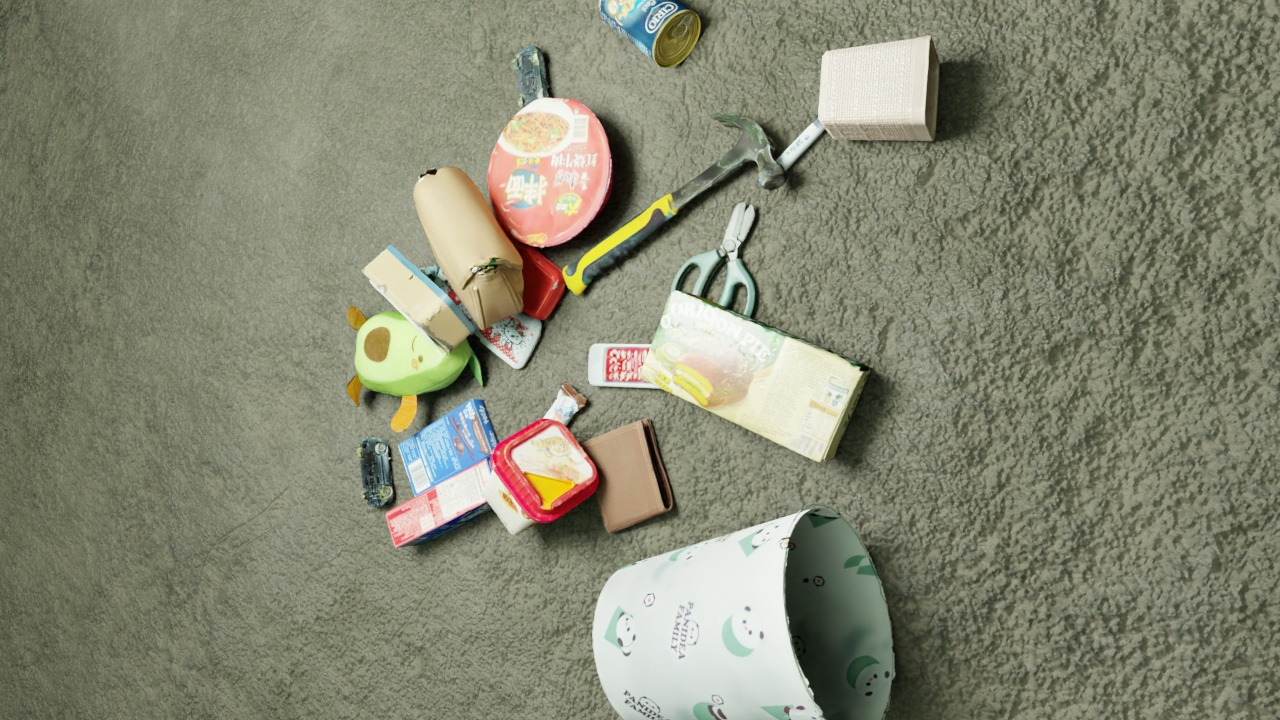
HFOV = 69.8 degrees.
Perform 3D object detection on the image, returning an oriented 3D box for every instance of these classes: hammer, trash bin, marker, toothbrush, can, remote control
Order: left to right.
[{"bbox_3d":[-0.298,-0.123,1.271,0.192,0.018,0.016,-170,75,-70],"label":"toothbrush"},{"bbox_3d":[-0.007,0.007,1.156,0.136,0.020,0.056,2,89,30],"label":"remote control"},{"bbox_3d":[0.010,-0.424,1.134,0.111,0.075,0.075,46,109,25],"label":"can"},{"bbox_3d":[0.026,-0.185,1.132,0.324,0.031,0.126,-33,61,28],"label":"hammer"},{"bbox_3d":[0.101,0.287,0.970,0.253,0.229,0.229,-19,78,33],"label":"trash bin"},{"bbox_3d":[0.184,-0.250,1.057,0.131,0.018,0.022,-45,59,21],"label":"marker"}]

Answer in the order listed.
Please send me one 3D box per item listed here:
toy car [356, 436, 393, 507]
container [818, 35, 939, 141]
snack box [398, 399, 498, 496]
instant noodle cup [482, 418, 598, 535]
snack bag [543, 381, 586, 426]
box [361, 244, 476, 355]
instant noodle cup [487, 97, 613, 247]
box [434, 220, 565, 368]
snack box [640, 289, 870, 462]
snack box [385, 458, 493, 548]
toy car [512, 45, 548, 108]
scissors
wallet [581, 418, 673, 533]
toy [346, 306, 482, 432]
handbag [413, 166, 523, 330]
[{"bbox_3d":[-0.394,0.165,1.370,0.049,0.031,0.105,-12,83,29],"label":"toy car"},{"bbox_3d":[0.252,-0.282,0.969,0.111,0.090,0.090,4,90,24],"label":"container"},{"bbox_3d":[-0.272,0.125,1.303,0.157,0.026,0.084,-30,73,26],"label":"snack box"},{"bbox_3d":[-0.134,0.154,1.159,0.116,0.116,0.124,52,141,9],"label":"instant noodle cup"},{"bbox_3d":[-0.111,0.079,1.211,0.045,0.026,0.105,43,107,26],"label":"snack bag"},{"bbox_3d":[-0.294,-0.078,1.225,0.059,0.090,0.184,-46,55,-11],"label":"box"},{"bbox_3d":[-0.105,-0.241,1.200,0.194,0.065,0.194,-1,88,31],"label":"instant noodle cup"},{"bbox_3d":[-0.202,-0.102,1.266,0.201,0.037,0.158,38,106,25],"label":"box"},{"bbox_3d":[0.127,0.014,1.040,0.240,0.063,0.114,24,100,24],"label":"snack box"},{"bbox_3d":[-0.260,0.200,1.276,0.208,0.057,0.058,-29,71,27],"label":"snack box"},{"bbox_3d":[-0.146,-0.381,1.248,0.043,0.034,0.090,-11,84,27],"label":"toy car"},{"bbox_3d":[0.088,-0.115,1.107,0.139,0.019,0.180,15,97,31],"label":"scissors"},{"bbox_3d":[-0.017,0.145,1.151,0.101,0.032,0.124,-24,75,30],"label":"wallet"},{"bbox_3d":[-0.338,-0.010,1.311,0.247,0.090,0.227,-3,82,29],"label":"toy"},{"bbox_3d":[-0.216,-0.149,1.178,0.099,0.148,0.204,-28,72,-12],"label":"handbag"}]
